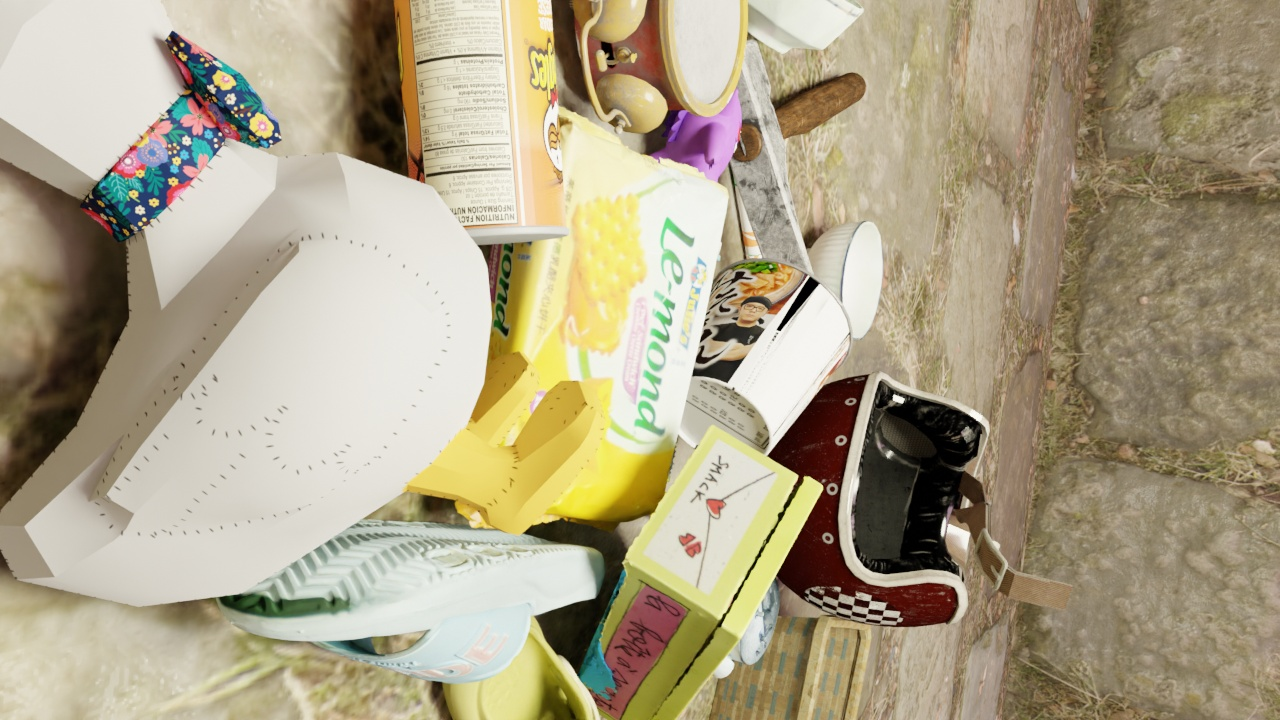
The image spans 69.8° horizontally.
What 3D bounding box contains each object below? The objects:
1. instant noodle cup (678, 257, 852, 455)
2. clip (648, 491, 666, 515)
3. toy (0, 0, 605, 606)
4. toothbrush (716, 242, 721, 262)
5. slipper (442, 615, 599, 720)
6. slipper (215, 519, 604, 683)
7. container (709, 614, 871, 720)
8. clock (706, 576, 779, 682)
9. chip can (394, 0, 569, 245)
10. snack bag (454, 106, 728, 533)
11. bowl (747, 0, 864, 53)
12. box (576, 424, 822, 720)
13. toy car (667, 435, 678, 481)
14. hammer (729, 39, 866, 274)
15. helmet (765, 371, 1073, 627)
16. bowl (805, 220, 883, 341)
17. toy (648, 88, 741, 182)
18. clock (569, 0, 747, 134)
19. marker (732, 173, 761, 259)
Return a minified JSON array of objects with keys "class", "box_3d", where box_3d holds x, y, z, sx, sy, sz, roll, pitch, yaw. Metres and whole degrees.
[{"class":"instant noodle cup","box_3d":[0.083,0.007,0.699,0.121,0.124,0.124,-54,138,-39]},{"class":"clip","box_3d":[0.026,0.111,0.714,0.054,0.049,0.044,41,28,-52]},{"class":"toy","box_3d":[-0.145,-0.023,0.338,0.267,0.141,0.246,35,84,-29]},{"class":"toothbrush","box_3d":[0.017,-0.103,0.677,0.180,0.016,0.016,18,85,-58]},{"class":"slipper","box_3d":[-0.058,0.233,0.575,0.091,0.082,0.191,-47,132,-46]},{"class":"slipper","box_3d":[-0.097,0.125,0.471,0.245,0.104,0.074,20,77,-62]},{"class":"container","box_3d":[0.170,0.366,0.862,0.157,0.187,0.249,29,73,-56]},{"class":"clock","box_3d":[0.079,0.230,0.810,0.117,0.057,0.083,-38,128,-48]},{"class":"chip can","box_3d":[-0.078,-0.165,0.431,0.075,0.075,0.215,-11,99,-56]},{"class":"snack bag","box_3d":[-0.033,-0.015,0.552,0.159,0.068,0.247,12,90,-53]},{"class":"bowl","box_3d":[0.108,-0.280,0.710,0.117,0.117,0.061,-15,146,-56]},{"class":"box","box_3d":[0.028,0.157,0.604,0.124,0.082,0.222,-51,165,-40]},{"class":"toy car","box_3d":[0.002,0.066,0.677,0.089,0.027,0.038,31,71,-61]},{"class":"hammer","box_3d":[0.160,-0.187,0.827,0.299,0.037,0.218,-39,114,-53]},{"class":"helmet","box_3d":[0.224,0.133,0.826,0.234,0.254,0.232,83,24,-48]},{"class":"bowl","box_3d":[0.194,-0.081,0.916,0.117,0.062,0.118,-20,114,-55]},{"class":"toy","box_3d":[0.040,-0.158,0.648,0.056,0.106,0.088,26,105,-17]},{"class":"clock","box_3d":[0.000,-0.204,0.564,0.158,0.081,0.117,-55,143,-40]},{"class":"marker","box_3d":[0.095,-0.119,0.794,0.017,0.017,0.146,-46,133,-43]}]
